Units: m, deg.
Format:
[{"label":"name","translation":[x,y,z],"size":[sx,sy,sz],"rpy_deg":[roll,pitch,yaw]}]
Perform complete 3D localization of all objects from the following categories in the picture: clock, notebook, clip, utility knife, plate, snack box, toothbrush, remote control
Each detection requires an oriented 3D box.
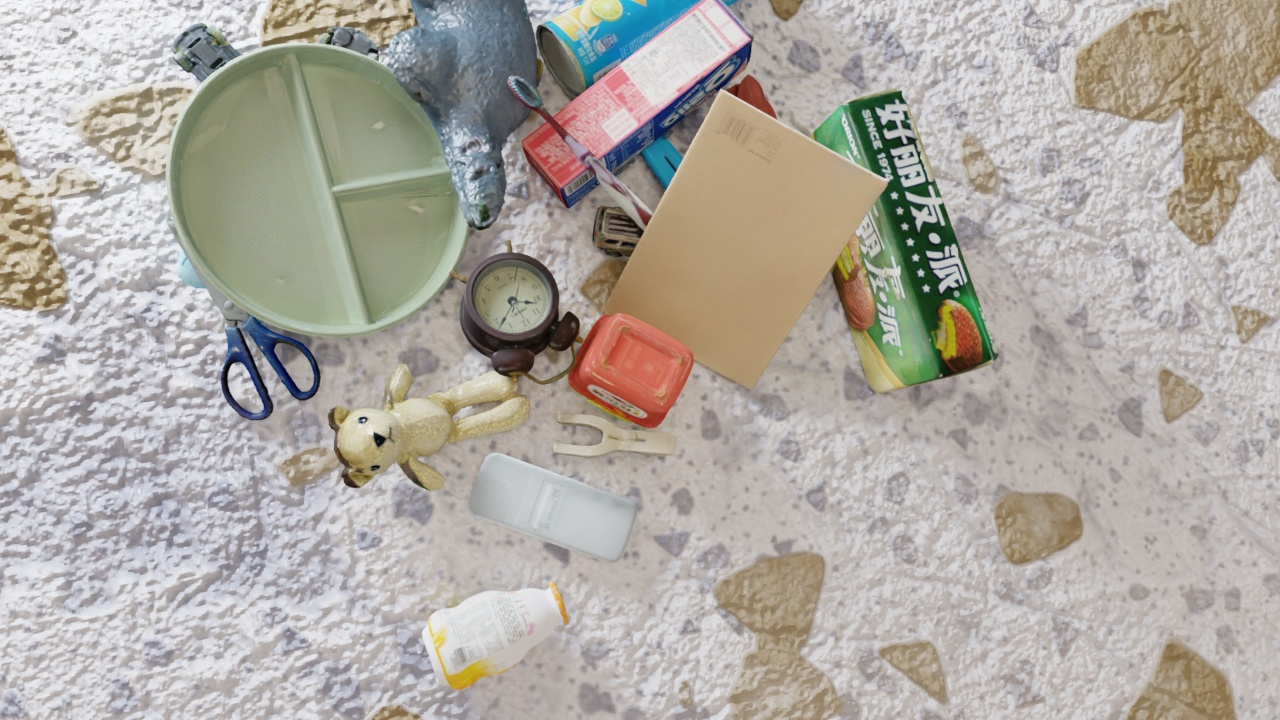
[{"label":"clock","translation":[-0.099,-0.034,0.747],"size":[0.082,0.055,0.122],"rpy_deg":[-31,81,-19]},{"label":"notebook","translation":[0.080,-0.092,0.752],"size":[0.149,0.012,0.212],"rpy_deg":[28,115,-5]},{"label":"clip","translation":[-0.022,0.066,0.760],"size":[0.100,0.070,0.034],"rpy_deg":[9,81,-5]},{"label":"utility knife","translation":[0.037,-0.151,0.795],"size":[0.034,0.018,0.161],"rpy_deg":[-33,73,-4]},{"label":"plate","translation":[-0.245,-0.132,0.721],"size":[0.229,0.028,0.230],"rpy_deg":[2,86,-29]},{"label":"snack box","translation":[0.212,-0.096,0.786],"size":[0.063,0.115,0.240],"rpy_deg":[-17,86,-14]},{"label":"toothbrush","translation":[-0.036,-0.156,0.732],"size":[0.187,0.017,0.016],"rpy_deg":[43,82,-26]},{"label":"remote control","translation":[-0.071,0.121,0.754],"size":[0.136,0.020,0.055],"rpy_deg":[20,80,-7]},{"label":"snack box","translation":[0.000,-0.217,0.776],"size":[0.207,0.057,0.058],"rpy_deg":[-39,81,-3]},{"label":"snack box","translation":[-0.004,0.004,0.752],"size":[0.091,0.080,0.082],"rpy_deg":[28,78,-5]}]

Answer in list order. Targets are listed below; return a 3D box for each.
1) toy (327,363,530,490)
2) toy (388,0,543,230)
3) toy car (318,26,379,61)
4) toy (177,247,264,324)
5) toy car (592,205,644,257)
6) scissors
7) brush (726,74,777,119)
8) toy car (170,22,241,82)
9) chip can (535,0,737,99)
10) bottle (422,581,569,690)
[{"label":"toy","translation":[-0.163,0.049,0.726],"size":[0.157,0.066,0.105],"rpy_deg":[-17,92,-28]},{"label":"toy","translation":[-0.141,-0.261,0.736],"size":[0.092,0.137,0.356],"rpy_deg":[-17,77,23]},{"label":"toy car","translation":[-0.254,-0.225,0.762],"size":[0.049,0.031,0.105],"rpy_deg":[22,81,-11]},{"label":"toy","translation":[-0.311,-0.122,0.730],"size":[0.161,0.050,0.156],"rpy_deg":[37,77,-12]},{"label":"toy car","translation":[0.005,-0.108,0.792],"size":[0.090,0.035,0.042],"rpy_deg":[9,83,-12]},{"label":"scissors","translation":[-0.304,-0.038,0.713],"size":[0.126,0.012,0.173],"rpy_deg":[2,100,-13]},{"label":"brush","translation":[0.101,-0.172,0.799],"size":[0.063,0.069,0.145],"rpy_deg":[-11,85,-13]},{"label":"toy car","translation":[-0.337,-0.232,0.747],"size":[0.090,0.034,0.043],"rpy_deg":[43,75,-5]},{"label":"chip can","translation":[0.013,-0.311,0.801],"size":[0.210,0.071,0.071],"rpy_deg":[-35,90,-12]},{"label":"bottle","translation":[-0.111,0.210,0.714],"size":[0.108,0.063,0.063],"rpy_deg":[-21,87,-12]}]
